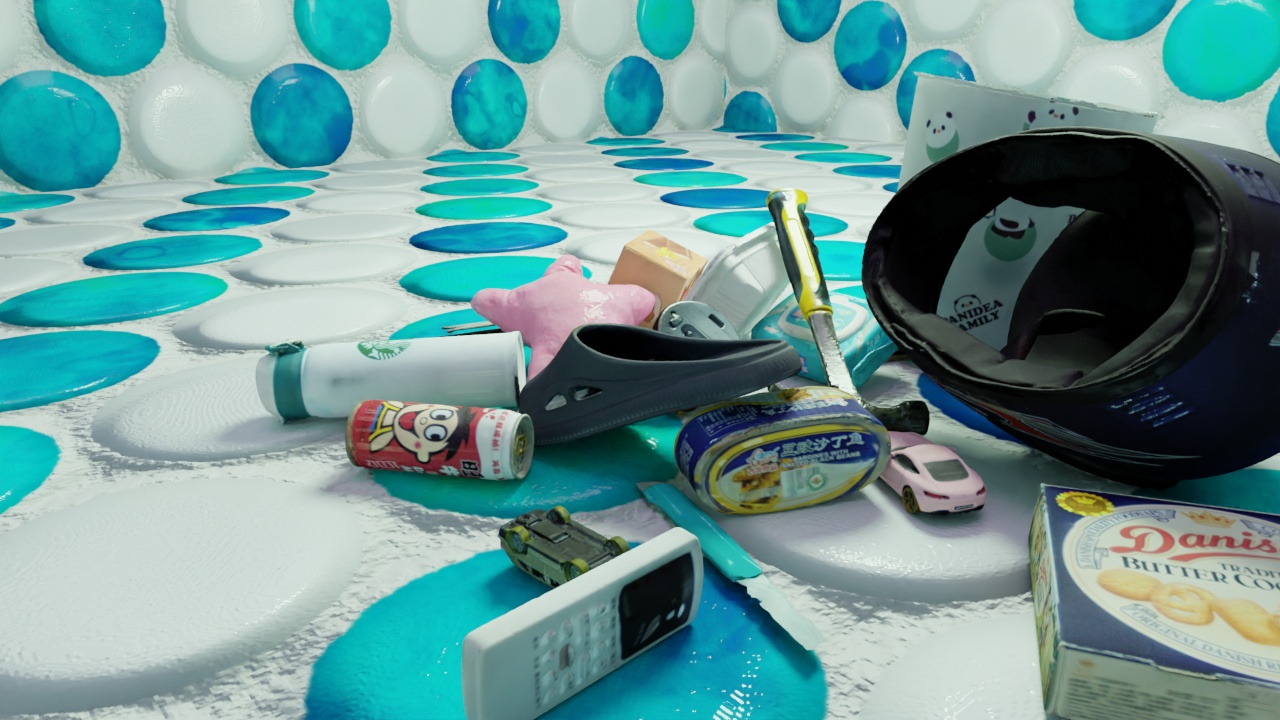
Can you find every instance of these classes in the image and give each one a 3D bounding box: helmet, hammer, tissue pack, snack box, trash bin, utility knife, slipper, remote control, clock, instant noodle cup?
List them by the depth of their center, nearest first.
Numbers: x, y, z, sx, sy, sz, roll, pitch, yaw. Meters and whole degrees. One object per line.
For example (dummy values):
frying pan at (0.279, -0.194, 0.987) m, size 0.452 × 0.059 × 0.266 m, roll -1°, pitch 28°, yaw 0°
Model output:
remote control at (-0.024, 0.136, 0.468) m, size 0.149 × 0.058 × 0.021 m, roll -19°, pitch 29°, yaw -40°
snack box at (0.308, 0.134, 0.485) m, size 0.178 × 0.046 × 0.182 m, roll 6°, pitch 21°, yaw 18°
utility knife at (0.050, 0.121, 0.578) m, size 0.029 × 0.013 × 0.223 m, roll -6°, pitch 18°, yaw -21°
helmet at (0.355, -0.040, 0.693) m, size 0.240 × 0.247 × 0.316 m, roll 20°, pitch 2°, yaw -35°
slipper at (-0.004, 0.004, 0.710) m, size 0.269 × 0.083 × 0.110 m, roll -14°, pitch 3°, yaw 37°
clock at (0.036, -0.001, 0.822) m, size 0.082 × 0.055 × 0.121 m, roll 42°, pitch 52°, yaw 6°
hammer at (0.159, -0.055, 0.850) m, size 0.126 × 0.032 × 0.322 m, roll -2°, pitch 46°, yaw -5°
tissue pack at (0.184, -0.024, 0.892) m, size 0.093 × 0.050 × 0.134 m, roll -40°, pitch 39°, yaw -26°
trash bin at (0.355, -0.142, 0.919) m, size 0.229 × 0.252 × 0.229 m, roll 9°, pitch 21°, yaw -4°
instant noodle cup at (0.098, -0.064, 0.951) m, size 0.060 × 0.138 × 0.173 m, roll 40°, pitch 31°, yaw 9°
snack box at (0.012, -0.077, 0.994) m, size 0.077 × 0.093 × 0.094 m, roll 28°, pitch 24°, yaw 7°

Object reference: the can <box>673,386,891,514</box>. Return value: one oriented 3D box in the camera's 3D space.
can at (0.101, 0.064, 0.649) m, size 0.148 × 0.075 × 0.049 m, roll -7°, pitch 23°, yaw -13°

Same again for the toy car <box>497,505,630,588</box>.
toy car at (-0.044, 0.118, 0.555) m, size 0.090 × 0.035 × 0.042 m, roll 16°, pitch 27°, yaw 39°

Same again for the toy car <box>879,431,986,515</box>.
toy car at (0.202, 0.076, 0.667) m, size 0.056 × 0.037 × 0.122 m, roll -4°, pitch 18°, yaw -13°

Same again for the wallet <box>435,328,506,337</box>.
wallet at (-0.192, 0.000, 0.885) m, size 0.122 × 0.020 × 0.096 m, roll -9°, pitch 29°, yaw 1°

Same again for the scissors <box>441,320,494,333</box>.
scissors at (-0.128, -0.046, 1.016) m, size 0.234 × 0.022 × 0.143 m, roll -3°, pitch 15°, yaw -23°

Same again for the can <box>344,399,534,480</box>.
can at (-0.151, 0.060, 0.696) m, size 0.133 × 0.053 × 0.053 m, roll 4°, pitch 20°, yaw 12°

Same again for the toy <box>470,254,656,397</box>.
toy at (-0.052, -0.032, 0.893) m, size 0.178 × 0.075 × 0.194 m, roll -23°, pitch 53°, yaw -25°

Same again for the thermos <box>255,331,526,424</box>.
thermos at (-0.215, 0.012, 0.797) m, size 0.224 × 0.073 × 0.073 m, roll -3°, pitch 20°, yaw -2°

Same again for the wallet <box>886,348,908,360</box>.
wallet at (0.232, -0.029, 0.977) m, size 0.090 × 0.033 × 0.115 m, roll -4°, pitch 23°, yaw -13°
